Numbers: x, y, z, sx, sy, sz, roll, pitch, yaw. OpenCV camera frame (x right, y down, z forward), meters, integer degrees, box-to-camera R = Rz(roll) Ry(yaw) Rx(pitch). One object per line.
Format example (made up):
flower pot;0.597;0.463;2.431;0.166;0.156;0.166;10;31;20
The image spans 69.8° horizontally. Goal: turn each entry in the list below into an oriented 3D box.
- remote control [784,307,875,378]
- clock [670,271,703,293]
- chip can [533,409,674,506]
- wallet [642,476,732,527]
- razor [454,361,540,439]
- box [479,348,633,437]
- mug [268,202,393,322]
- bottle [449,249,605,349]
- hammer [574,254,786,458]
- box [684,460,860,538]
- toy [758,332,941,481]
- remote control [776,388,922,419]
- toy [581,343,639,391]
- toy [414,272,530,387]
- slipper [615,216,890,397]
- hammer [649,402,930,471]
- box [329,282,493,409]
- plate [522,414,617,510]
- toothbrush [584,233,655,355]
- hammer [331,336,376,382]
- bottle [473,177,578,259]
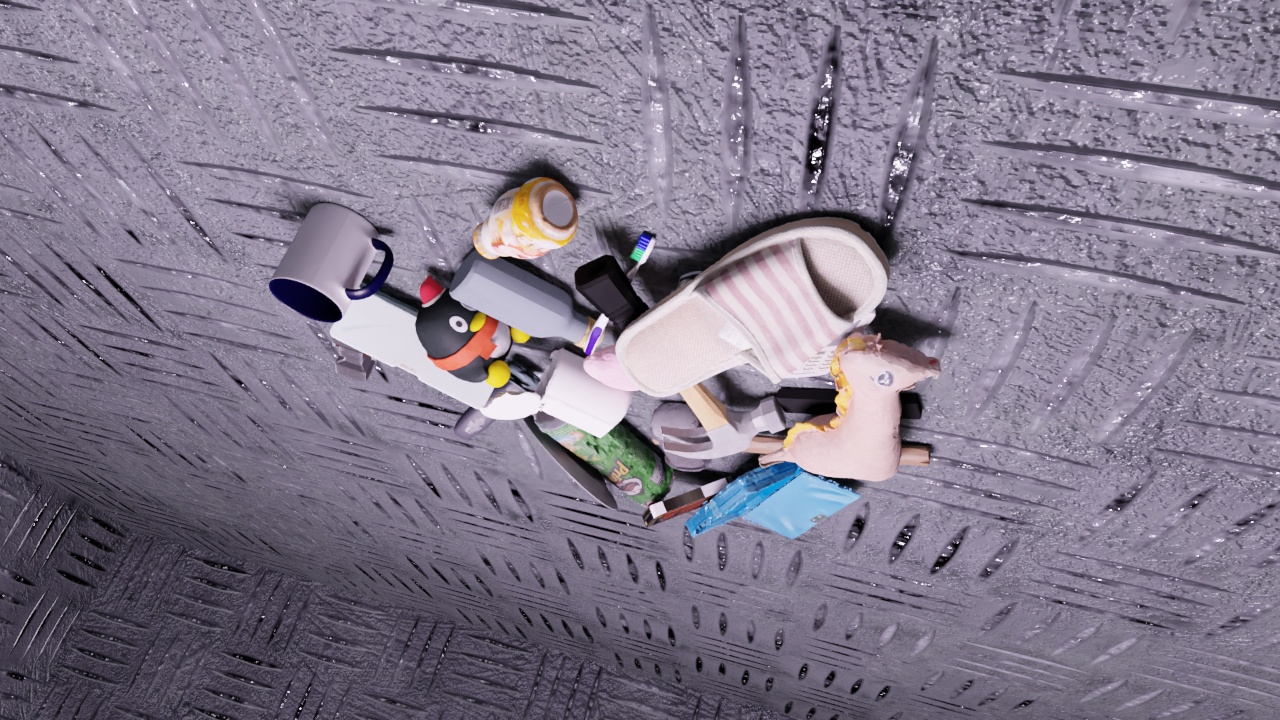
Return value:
remote control;0.168;-0.020;0.861;0.060;0.025;0.139;-3;155;-12
clock;0.083;-0.048;0.861;0.119;0.042;0.095;37;146;-31
chip can;-0.045;0.112;1.199;0.076;0.075;0.223;-7;144;39
wallet;0.066;0.194;1.260;0.123;0.019;0.072;-18;160;-17
razor;-0.184;0.053;1.150;0.047;0.052;0.143;37;116;-25
box;-0.094;0.042;1.054;0.160;0.118;0.085;27;149;-13
mug;-0.309;-0.098;0.944;0.112;0.096;0.079;9;152;16
bottle;-0.113;-0.057;0.956;0.161;0.046;0.072;26;152;-23
hammer;0.033;0.006;0.936;0.131;0.039;0.328;-23;138;17
box;0.169;0.189;1.237;0.173;0.066;0.232;4;155;-15
toy;0.198;0.056;0.923;0.196;0.065;0.264;0;149;17
remote control;0.222;0.046;0.981;0.150;0.013;0.034;1;150;28
toy;-0.006;0.006;0.998;0.093;0.050;0.102;-16;164;24
toy;-0.196;-0.034;1.000;0.100;0.097;0.119;-4;143;43
slipper;0.087;-0.031;0.792;0.264;0.052;0.115;-26;108;31
hammer;0.171;0.101;1.086;0.329;0.052;0.098;3;149;20
box;-0.262;-0.025;1.099;0.198;0.085;0.096;29;178;-18
plate;-0.090;0.130;1.222;0.178;0.012;0.178;45;-179;-2
toothbrush;-0.025;-0.060;0.896;0.016;0.015;0.187;25;140;-7
hammer;-0.238;0.022;1.192;0.322;0.043;0.156;19;153;-7
bottle;-0.106;-0.121;0.818;0.063;0.063;0.109;36;148;-31
